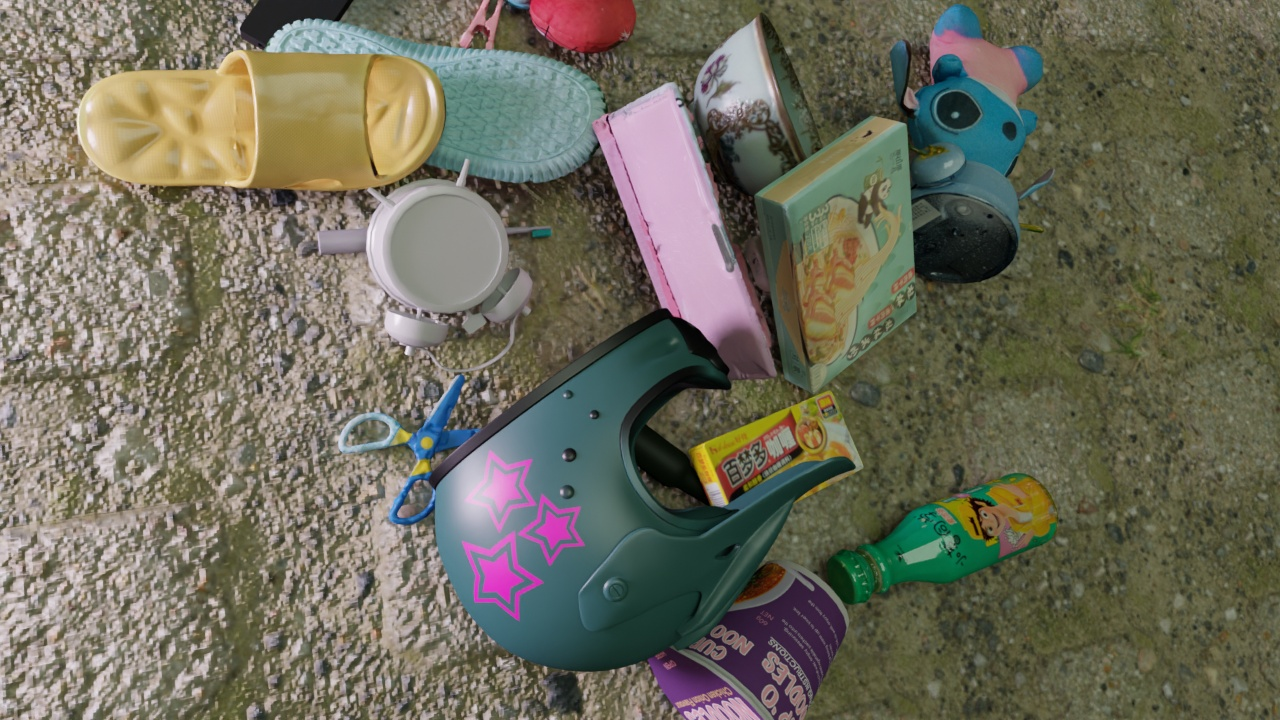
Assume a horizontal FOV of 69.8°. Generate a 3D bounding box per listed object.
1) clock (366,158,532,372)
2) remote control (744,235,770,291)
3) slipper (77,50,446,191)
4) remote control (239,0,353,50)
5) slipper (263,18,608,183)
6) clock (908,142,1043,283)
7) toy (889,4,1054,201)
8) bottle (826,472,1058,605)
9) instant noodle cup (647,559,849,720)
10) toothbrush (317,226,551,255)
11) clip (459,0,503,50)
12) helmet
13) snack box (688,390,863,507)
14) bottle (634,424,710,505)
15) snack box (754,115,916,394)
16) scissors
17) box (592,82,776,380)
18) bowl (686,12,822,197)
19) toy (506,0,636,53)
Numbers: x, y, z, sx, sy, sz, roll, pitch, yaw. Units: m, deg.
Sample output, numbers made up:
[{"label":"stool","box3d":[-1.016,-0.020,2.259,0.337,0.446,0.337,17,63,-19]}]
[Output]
[{"label":"clock","box3d":[-0.150,-0.068,0.717,0.119,0.061,0.159,-21,108,-18]},{"label":"remote control","box3d":[0.147,-0.091,0.825,0.133,0.022,0.050,-11,80,-37]},{"label":"slipper","box3d":[-0.276,-0.171,0.666,0.263,0.078,0.099,-3,102,-3]},{"label":"remote control","box3d":[-0.273,-0.307,0.764,0.058,0.013,0.133,29,71,-9]},{"label":"slipper","box3d":[-0.166,-0.205,0.747,0.276,0.070,0.115,12,75,-5]},{"label":"clock","box3d":[0.278,-0.138,0.845,0.162,0.118,0.059,35,58,-14]},{"label":"toy","box3d":[0.316,-0.255,0.893,0.224,0.099,0.191,30,64,-23]},{"label":"bottle","box3d":[0.259,0.157,0.793,0.209,0.068,0.068,-15,82,-20]},{"label":"instant noodle cup","box3d":[0.089,0.220,0.708,0.137,0.122,0.121,44,59,6]},{"label":"toothbrush","box3d":[-0.164,-0.101,0.747,0.187,0.018,0.019,-7,81,-19]},{"label":"clip","box3d":[-0.141,-0.292,0.800,0.045,0.023,0.060,-3,84,-20]},{"label":"helmet","box3d":[-0.002,0.102,0.650,0.274,0.176,0.200,-37,83,-4]},{"label":"snack box","box3d":[0.116,0.083,0.773,0.152,0.025,0.075,-19,83,-33]},{"label":"bottle","box3d":[0.022,0.086,0.754,0.123,0.033,0.033,37,69,-7]},{"label":"snack box","box3d":[0.170,-0.087,0.776,0.141,0.044,0.194,-35,131,-23]},{"label":"scissors","box3d":[-0.174,0.062,0.711,0.123,0.016,0.125,30,71,-12]},{"label":"box","box3d":[0.060,-0.102,0.729,0.106,0.116,0.232,-28,102,-39]},{"label":"bowl","box3d":[0.094,-0.207,0.803,0.094,0.159,0.160,-19,81,21]},{"label":"toy","box3d":[-0.065,-0.320,0.812,0.133,0.062,0.092,41,53,14]}]
